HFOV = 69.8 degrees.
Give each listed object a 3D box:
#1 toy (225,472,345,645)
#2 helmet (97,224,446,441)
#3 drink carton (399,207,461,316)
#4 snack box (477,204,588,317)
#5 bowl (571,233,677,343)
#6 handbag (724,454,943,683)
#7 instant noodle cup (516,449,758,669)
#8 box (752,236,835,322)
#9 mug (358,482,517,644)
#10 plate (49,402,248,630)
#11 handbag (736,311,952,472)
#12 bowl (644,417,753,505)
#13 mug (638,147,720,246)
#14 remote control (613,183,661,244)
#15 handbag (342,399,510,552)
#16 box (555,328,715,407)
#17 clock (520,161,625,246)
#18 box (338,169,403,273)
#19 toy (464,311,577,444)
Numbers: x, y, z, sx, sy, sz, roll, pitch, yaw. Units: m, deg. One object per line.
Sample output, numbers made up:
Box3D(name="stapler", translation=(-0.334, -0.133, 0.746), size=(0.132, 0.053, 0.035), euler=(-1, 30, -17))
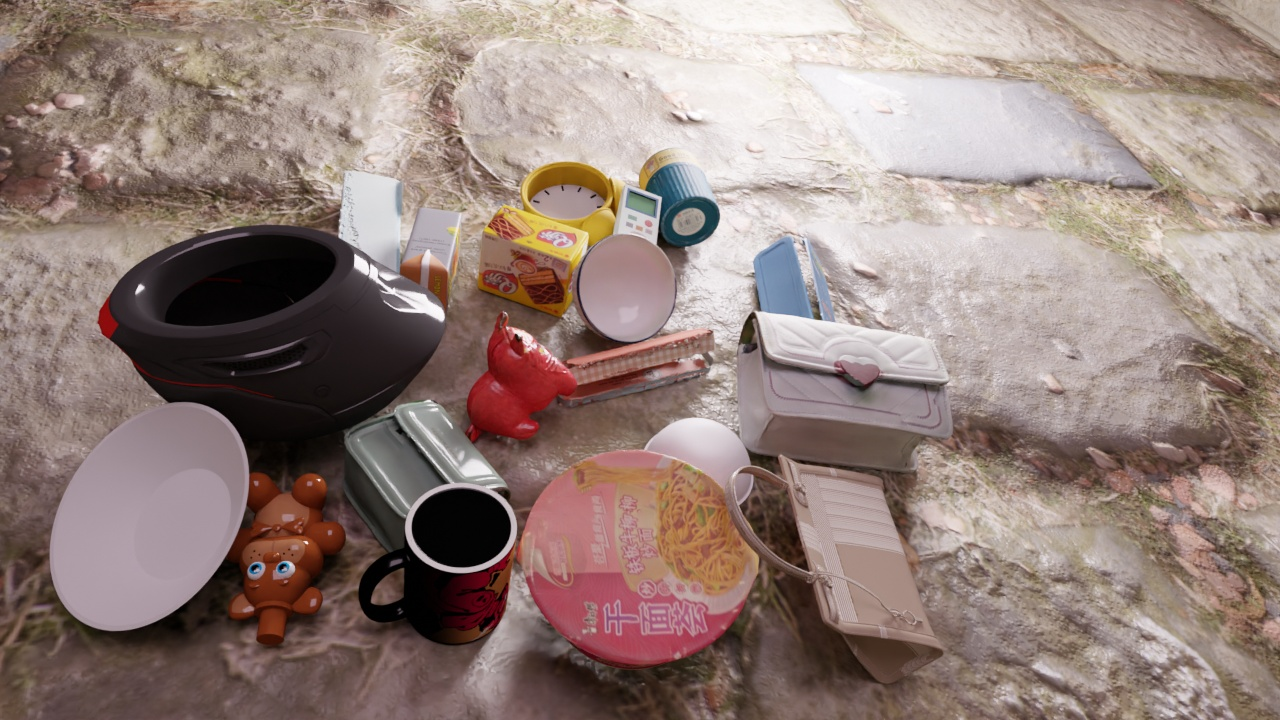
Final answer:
Box3D(name="toy", translation=(-0.279, 0.151, 0.706), size=(0.095, 0.065, 0.127), euler=(-4, 49, -5))
Box3D(name="helmet", translation=(-0.300, -0.014, 0.797), size=(0.264, 0.170, 0.164), euler=(-17, 48, -20))
Box3D(name="drink carton", translation=(-0.226, -0.105, 0.992), size=(0.048, 0.076, 0.124), euler=(7, 38, -8))
Box3D(name="snack box", translation=(-0.120, -0.110, 1.015), size=(0.106, 0.084, 0.061), euler=(20, 43, 6))
Box3D(name="bowl", translation=(-0.026, -0.077, 1.003), size=(0.118, 0.118, 0.062), euler=(-11, 5, -25))
Box3D(name="handbag", translation=(0.142, 0.148, 0.755), size=(0.198, 0.062, 0.175), euler=(29, 33, -30))
Box3D(name="instant noodle cup", translation=(-0.005, 0.167, 0.731), size=(0.178, 0.078, 0.178), euler=(4, 52, -5))
Box3D(name="box", translation=(0.184, -0.058, 1.080), size=(0.074, 0.078, 0.208), euler=(-25, 38, 22))
Box3D(name="mug", translation=(-0.155, 0.161, 0.698), size=(0.117, 0.098, 0.082), euler=(-16, 49, -29))
Box3D(name="plate", translation=(-0.363, 0.120, 0.700), size=(0.174, 0.036, 0.173), euler=(-7, 64, 15))
Box3D(name="handbag", translation=(0.203, 0.024, 0.925), size=(0.198, 0.096, 0.141), euler=(7, 56, -10))
Box3D(name="bowl", translation=(0.059, 0.089, 0.876), size=(0.110, 0.041, 0.109), euler=(7, 42, -7))
Box3D(name="mug", translation=(0.036, -0.200, 1.168), size=(0.113, 0.083, 0.107), euler=(-22, 50, 4))
Box3D(name="remote control", translation=(-0.008, -0.138, 1.085), size=(0.049, 0.024, 0.143), euler=(17, 61, -19))
Box3D(name="handbag", translation=(-0.187, 0.097, 0.784), size=(0.105, 0.067, 0.122), euler=(-23, 53, -36))
Box3D(name="box", translation=(-0.007, 0.010, 0.959), size=(0.188, 0.062, 0.058), euler=(-13, 22, -23))
Box3D(name="clock", translation=(-0.077, -0.192, 1.134), size=(0.152, 0.052, 0.113), euler=(17, 52, 10))
Box3D(name="box", translation=(-0.303, -0.139, 1.034), size=(0.083, 0.066, 0.198), euler=(21, 35, -30))
Box3D(name="toy", translation=(-0.136, 0.025, 0.855), size=(0.088, 0.094, 0.132), euler=(28, 70, 37))
